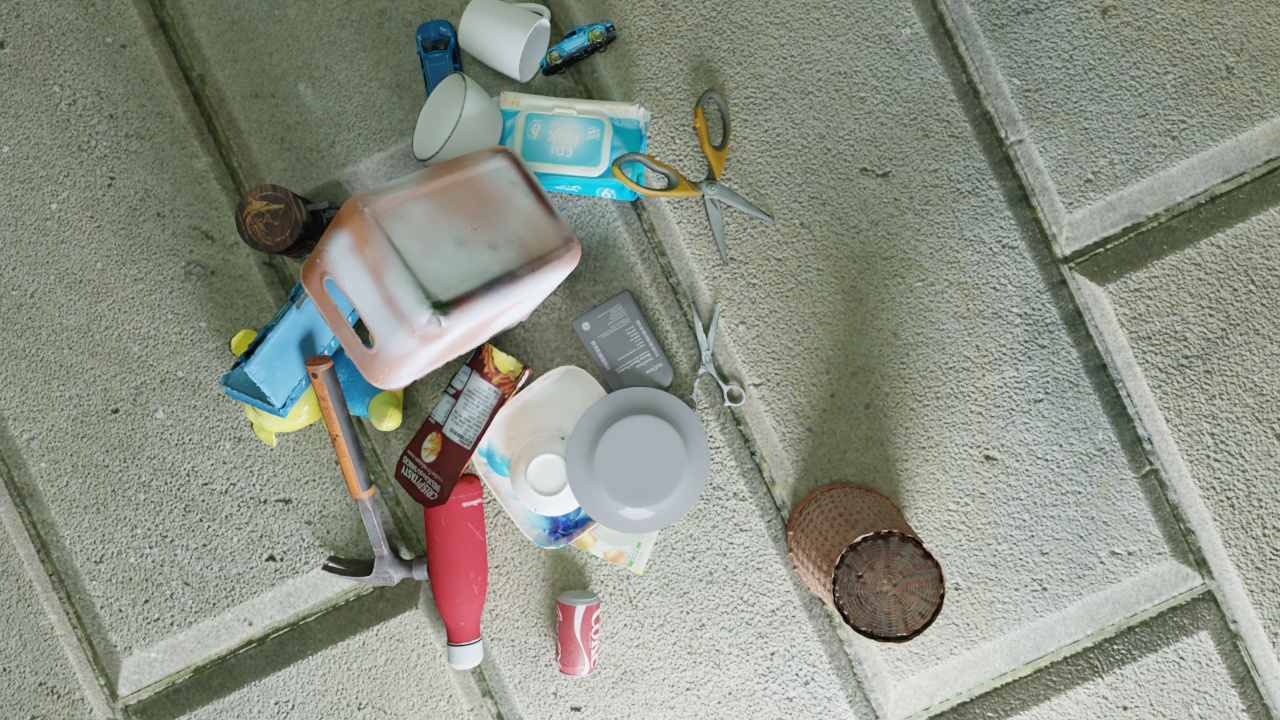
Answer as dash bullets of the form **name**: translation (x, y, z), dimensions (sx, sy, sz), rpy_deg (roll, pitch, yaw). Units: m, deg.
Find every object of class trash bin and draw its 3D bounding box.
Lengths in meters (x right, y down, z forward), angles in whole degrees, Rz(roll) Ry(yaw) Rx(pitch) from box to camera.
- **trash bin**: translation (0.255, 0.227, 1.055), dimensions (0.151, 0.210, 0.151), rpy_deg (0, 90, 2)
- **trash bin**: translation (-0.215, -0.111, 1.022), dimensions (0.258, 0.158, 0.181), rpy_deg (-33, 88, -41)

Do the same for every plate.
- **plate**: translation (-0.099, 0.119, 1.134), dimensions (0.187, 0.016, 0.187), rpy_deg (-37, 86, 2)
- **plate**: translation (-0.001, 0.121, 1.105), dimensions (0.178, 0.012, 0.178), rpy_deg (0, 92, -12)
- **plate**: translation (-0.109, 0.138, 1.111), dimensions (0.104, 0.026, 0.104), rpy_deg (0, 88, 4)

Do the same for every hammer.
- **hammer**: translation (-0.351, 0.139, 1.097), dimensions (0.138, 0.034, 0.315), rpy_deg (-5, 116, 8)

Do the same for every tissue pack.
- **tissue pack**: translation (-0.095, -0.264, 1.130), dimensions (0.209, 0.066, 0.117), rpy_deg (5, 90, 3)

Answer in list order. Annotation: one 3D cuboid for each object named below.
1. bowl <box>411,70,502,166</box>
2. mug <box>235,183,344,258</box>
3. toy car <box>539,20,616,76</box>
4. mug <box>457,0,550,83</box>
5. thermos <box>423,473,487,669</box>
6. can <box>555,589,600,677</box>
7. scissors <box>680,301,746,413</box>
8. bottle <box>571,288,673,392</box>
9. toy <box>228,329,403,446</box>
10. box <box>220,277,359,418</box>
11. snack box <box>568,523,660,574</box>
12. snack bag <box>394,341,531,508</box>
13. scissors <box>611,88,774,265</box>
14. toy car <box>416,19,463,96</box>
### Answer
- **bowl**: translation (-0.213, -0.276, 1.090), dimensions (0.065, 0.116, 0.116), rpy_deg (22, 92, -39)
- **mug**: translation (-0.414, -0.172, 1.119), dimensions (0.116, 0.107, 0.080), rpy_deg (-21, 90, 2)
- **toy car**: translation (-0.080, -0.388, 1.134), dimensions (0.105, 0.048, 0.032), rpy_deg (-29, 90, 3)
- **mug**: translation (-0.160, -0.408, 1.129), dimensions (0.087, 0.081, 0.114), rpy_deg (26, 61, 7)
- **thermos**: translation (-0.225, 0.262, 1.139), dimensions (0.073, 0.073, 0.240), rpy_deg (-4, 91, 2)
- **can**: translation (-0.079, 0.340, 1.145), dimensions (0.054, 0.054, 0.096), rpy_deg (2, 91, 2)
- **scissors**: translation (0.072, 0.008, 1.154), dimensions (0.147, 0.014, 0.141), rpy_deg (-35, 93, 2)
- **bottle**: translation (-0.007, 0.007, 1.140), dimensions (0.084, 0.046, 0.174), rpy_deg (-30, 90, 2)
- **toy**: translation (-0.394, 0.028, 1.134), dimensions (0.214, 0.084, 0.148), rpy_deg (-5, 69, 2)
- **box**: translation (-0.398, -0.062, 1.067), dimensions (0.094, 0.112, 0.231), rpy_deg (21, 61, 15)
- **snack box**: translation (-0.050, 0.175, 1.154), dimensions (0.168, 0.027, 0.132), rpy_deg (23, 90, 2)
- **snack bag**: translation (-0.225, 0.073, 1.112), dimensions (0.066, 0.139, 0.207), rpy_deg (42, 79, -40)
- **scissors**: translation (0.066, -0.225, 1.117), dimensions (0.228, 0.016, 0.225), rpy_deg (-5, 84, -24)
- **toy car**: translation (-0.246, -0.365, 1.142), dimensions (0.056, 0.043, 0.120), rpy_deg (-10, 90, 2)
